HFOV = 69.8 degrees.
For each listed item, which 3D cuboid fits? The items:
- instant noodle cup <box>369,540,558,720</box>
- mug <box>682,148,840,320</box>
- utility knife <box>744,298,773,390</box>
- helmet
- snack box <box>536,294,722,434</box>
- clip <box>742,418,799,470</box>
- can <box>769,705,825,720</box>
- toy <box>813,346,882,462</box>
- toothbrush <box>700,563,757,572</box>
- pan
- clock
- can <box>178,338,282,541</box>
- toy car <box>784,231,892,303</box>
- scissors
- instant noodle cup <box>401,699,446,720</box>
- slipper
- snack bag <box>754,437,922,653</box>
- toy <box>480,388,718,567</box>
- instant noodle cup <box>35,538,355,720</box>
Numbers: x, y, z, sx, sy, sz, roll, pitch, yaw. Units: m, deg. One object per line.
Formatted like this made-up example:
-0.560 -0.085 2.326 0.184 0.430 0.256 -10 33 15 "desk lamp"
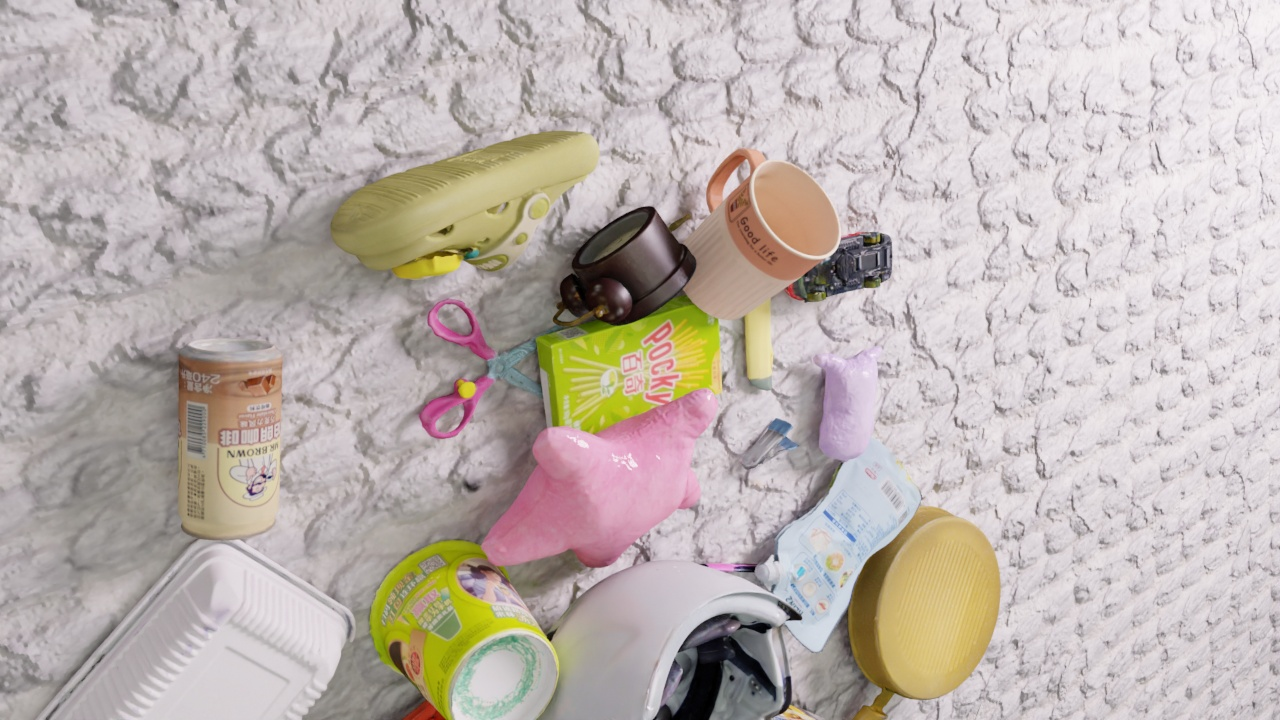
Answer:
-0.119 0.200 0.645 0.111 0.123 0.112 -8 105 -30 "instant noodle cup"
0.082 -0.102 0.706 0.081 0.106 0.114 -5 68 -35 "mug"
0.103 -0.062 0.784 0.030 0.020 0.188 -14 114 -33 "utility knife"
-0.002 0.263 0.714 0.228 0.146 0.259 -26 133 -37 "helmet"
-0.004 0.004 0.723 0.156 0.026 0.086 -17 115 -30 "snack box"
0.114 0.079 0.821 0.058 0.027 0.045 -35 125 -20 "clip"
0.127 0.354 0.863 0.148 0.075 0.049 27 83 -34 "can"
0.191 0.042 0.850 0.083 0.039 0.108 -3 102 -30 "toy"
0.126 0.198 0.862 0.189 0.014 0.018 9 106 -33 "toothbrush"
0.259 0.324 0.955 0.197 0.078 0.357 27 80 -30 "pan"
-0.014 -0.062 0.675 0.121 0.082 0.055 -44 115 -17 "clock"
-0.253 0.047 0.566 0.058 0.058 0.116 -1 102 -32 "can"
0.170 -0.083 0.805 0.120 0.045 0.053 -13 106 -34 "toy car"
-0.110 0.000 0.670 0.133 0.017 0.131 -35 118 -25 "scissors"
-0.147 0.357 0.692 0.164 0.079 0.189 -37 117 -19 "instant noodle cup"
-0.104 -0.096 0.609 0.190 0.092 0.082 -28 117 -27 "slipper"
0.189 0.171 0.869 0.190 0.039 0.110 -45 116 -20 "snack bag"
-0.031 0.106 0.694 0.194 0.074 0.179 -15 135 -30 "toy"
-0.278 0.217 0.591 0.173 0.060 0.138 -50 121 -11 "instant noodle cup"
